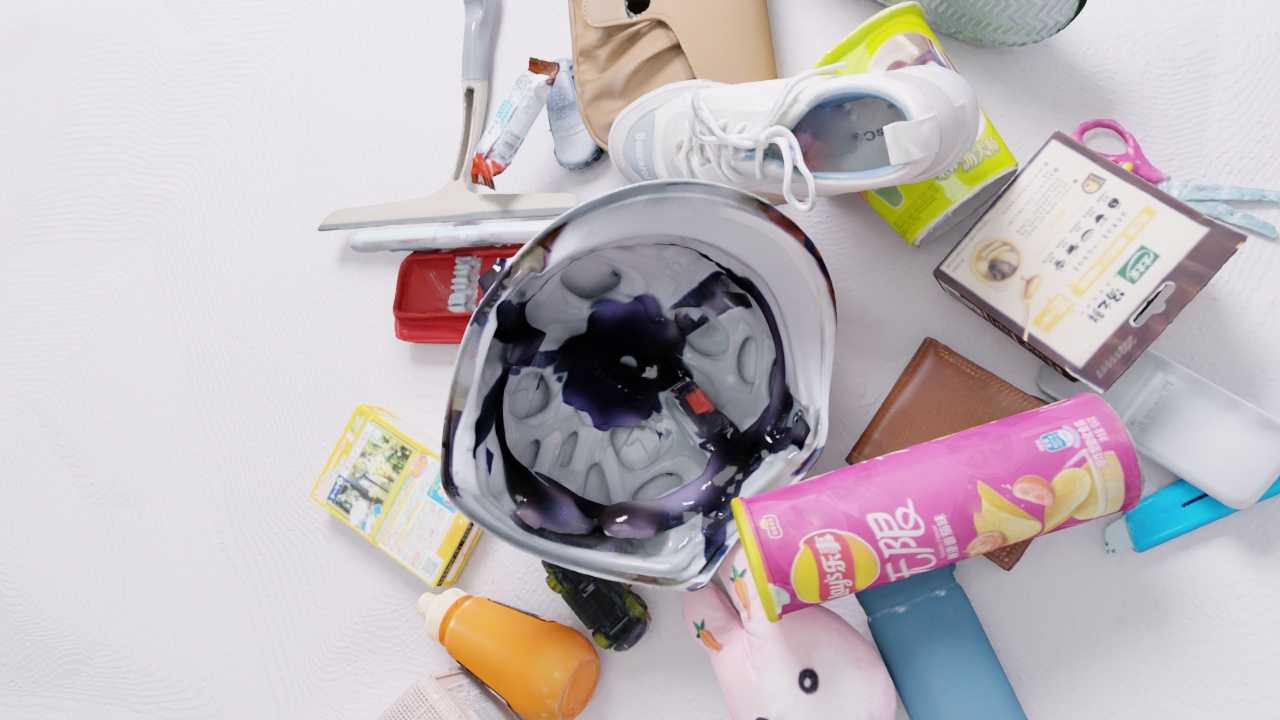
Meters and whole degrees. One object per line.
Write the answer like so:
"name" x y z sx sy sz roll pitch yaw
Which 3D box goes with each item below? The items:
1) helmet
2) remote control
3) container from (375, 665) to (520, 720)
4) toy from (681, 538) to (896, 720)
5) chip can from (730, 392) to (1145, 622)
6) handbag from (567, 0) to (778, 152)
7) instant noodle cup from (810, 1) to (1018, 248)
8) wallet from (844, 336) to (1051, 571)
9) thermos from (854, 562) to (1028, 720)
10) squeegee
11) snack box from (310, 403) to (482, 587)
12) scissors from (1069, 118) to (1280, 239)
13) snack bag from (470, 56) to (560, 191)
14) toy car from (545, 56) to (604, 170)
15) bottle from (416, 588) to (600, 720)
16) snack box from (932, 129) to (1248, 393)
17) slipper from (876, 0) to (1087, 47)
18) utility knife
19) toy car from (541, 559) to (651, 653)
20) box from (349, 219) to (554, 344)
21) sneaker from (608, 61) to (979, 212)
"helmet" -0.003 0.004 0.587 0.229 0.145 0.259 20 104 -15
"remote control" 0.306 0.029 0.541 0.136 0.020 0.056 38 95 31
"container" -0.146 0.281 0.641 0.090 0.090 0.111 43 94 21
"toy" 0.087 0.191 0.580 0.159 0.054 0.122 47 124 29
"chip can" 0.161 0.081 0.514 0.210 0.071 0.071 -18 75 1
"handbag" 0.019 -0.246 0.661 0.148 0.099 0.204 -9 84 21
"instant noodle cup" 0.171 -0.142 0.589 0.112 0.111 0.123 -37 78 11
"wallet" 0.207 0.057 0.579 0.124 0.032 0.101 35 91 21
"thermos" 0.191 0.204 0.541 0.070 0.070 0.220 -26 73 14
"squeegee" -0.140 -0.222 0.749 0.247 0.039 0.246 0 79 25
"snack box" -0.183 0.103 0.714 0.140 0.033 0.087 28 91 21
"scissors" 0.324 -0.096 0.569 0.138 0.017 0.083 31 91 19
"snack bag" -0.095 -0.176 0.679 0.048 0.026 0.104 32 92 50
"toy car" -0.054 -0.193 0.716 0.043 0.034 0.090 -16 77 14
"bottle" -0.102 0.201 0.654 0.150 0.066 0.066 18 87 30
"snack box" 0.261 -0.056 0.545 0.125 0.053 0.113 45 102 29
"slipper" 0.186 -0.284 0.608 0.245 0.104 0.074 37 93 28
"utility knife" 0.343 0.072 0.531 0.159 0.018 0.034 -31 72 14
"toy car" -0.029 0.162 0.644 0.042 0.035 0.090 -47 69 9
"box" -0.113 -0.064 0.679 0.202 0.101 0.095 0 80 21
"sneaker" 0.069 -0.125 0.549 0.243 0.090 0.089 4 115 36
